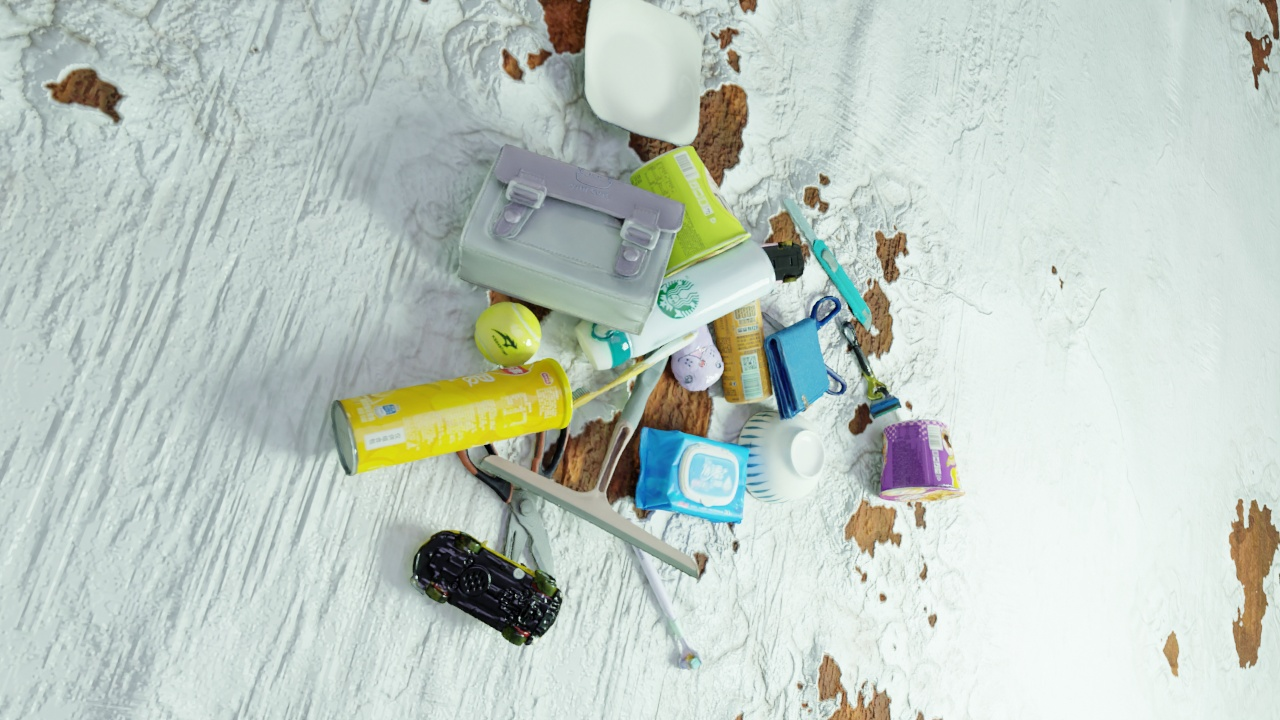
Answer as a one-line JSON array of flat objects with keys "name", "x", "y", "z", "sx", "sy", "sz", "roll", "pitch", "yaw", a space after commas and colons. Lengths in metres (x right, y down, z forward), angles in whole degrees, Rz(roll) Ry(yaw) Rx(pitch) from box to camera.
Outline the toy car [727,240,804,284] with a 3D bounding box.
[{"name": "toy car", "x": 0.149, "y": -0.119, "z": 1.144, "sx": 0.122, "sy": 0.037, "sz": 0.056, "roll": -9, "pitch": 92, "yaw": -24}]

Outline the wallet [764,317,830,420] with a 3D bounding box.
[{"name": "wallet", "x": 0.192, "y": 0.009, "z": 1.121, "sx": 0.132, "sy": 0.040, "sz": 0.106, "roll": -23, "pitch": 101, "yaw": -58}]

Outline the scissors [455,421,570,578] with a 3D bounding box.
[{"name": "scissors", "x": -0.121, "y": 0.128, "z": 0.933, "sx": 0.188, "sy": 0.015, "sz": 0.227, "roll": -45, "pitch": 111, "yaw": -31}]

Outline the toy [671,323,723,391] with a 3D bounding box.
[{"name": "toy", "x": 0.061, "y": -0.018, "z": 1.062, "sx": 0.083, "sy": 0.039, "sz": 0.108, "roll": -20, "pitch": 96, "yaw": -15}]

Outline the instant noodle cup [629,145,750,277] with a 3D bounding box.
[{"name": "instant noodle cup", "x": 0.048, "y": -0.172, "z": 1.041, "sx": 0.111, "sy": 0.112, "sz": 0.123, "roll": -26, "pitch": 91, "yaw": -35}]

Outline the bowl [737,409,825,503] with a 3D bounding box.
[{"name": "bowl", "x": 0.181, "y": 0.116, "z": 1.117, "sx": 0.116, "sy": 0.066, "sz": 0.116, "roll": 5, "pitch": 81, "yaw": -35}]

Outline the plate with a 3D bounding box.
[{"name": "plate", "x": -0.002, "y": -0.335, "z": 1.062, "sx": 0.164, "sy": 0.034, "sz": 0.163, "roll": 10, "pitch": 79, "yaw": -34}]

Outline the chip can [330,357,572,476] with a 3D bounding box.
[{"name": "chip can", "x": -0.172, "y": 0.051, "z": 0.855, "sx": 0.213, "sy": 0.072, "sz": 0.072, "roll": -12, "pitch": 91, "yaw": -29}]

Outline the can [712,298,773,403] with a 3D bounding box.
[{"name": "can", "x": 0.119, "y": -0.024, "z": 1.089, "sx": 0.058, "sy": 0.058, "sz": 0.146, "roll": -13, "pitch": 96, "yaw": -36}]

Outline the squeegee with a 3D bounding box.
[{"name": "squeegee", "x": -0.015, "y": 0.074, "z": 0.981, "sx": 0.247, "sy": 0.040, "sz": 0.248, "roll": 29, "pitch": 57, "yaw": -9}]

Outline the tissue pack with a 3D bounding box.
[{"name": "tissue pack", "x": 0.061, "y": 0.131, "z": 1.038, "sx": 0.157, "sy": 0.052, "sz": 0.095, "roll": 16, "pitch": 75, "yaw": -33}]

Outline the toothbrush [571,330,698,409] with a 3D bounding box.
[{"name": "toothbrush", "x": -0.006, "y": 0.006, "z": 0.987, "sx": 0.190, "sy": 0.016, "sz": 0.018, "roll": -30, "pitch": 71, "yaw": -33}]

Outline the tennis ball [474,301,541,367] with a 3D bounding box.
[{"name": "tennis ball", "x": -0.132, "y": -0.026, "z": 0.912, "sx": 0.065, "sy": 0.066, "sz": 0.065, "roll": 5, "pitch": 81, "yaw": -35}]

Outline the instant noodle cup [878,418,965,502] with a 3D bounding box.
[{"name": "instant noodle cup", "x": 0.373, "y": 0.135, "z": 1.235, "sx": 0.111, "sy": 0.112, "sz": 0.099, "roll": 13, "pitch": 67, "yaw": -34}]

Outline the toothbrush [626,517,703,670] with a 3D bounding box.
[{"name": "toothbrush", "x": 0.021, "y": 0.259, "z": 1.015, "sx": 0.189, "sy": 0.029, "sz": 0.021, "roll": 66, "pitch": 15, "yaw": -8}]

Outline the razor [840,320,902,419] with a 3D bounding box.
[{"name": "razor", "x": 0.306, "y": 0.009, "z": 1.249, "sx": 0.043, "sy": 0.022, "sz": 0.143, "roll": -26, "pitch": 99, "yaw": 10}]

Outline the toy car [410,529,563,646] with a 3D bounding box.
[{"name": "toy car", "x": -0.145, "y": 0.214, "z": 0.879, "sx": 0.156, "sy": 0.041, "sz": 0.071, "roll": 32, "pitch": 85, "yaw": -16}]

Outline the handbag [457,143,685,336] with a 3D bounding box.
[{"name": "handbag", "x": -0.066, "y": -0.125, "z": 0.915, "sx": 0.197, "sy": 0.099, "sz": 0.144, "roll": 18, "pitch": 60, "yaw": -4}]

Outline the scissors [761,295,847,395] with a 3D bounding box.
[{"name": "scissors", "x": 0.219, "y": -0.016, "z": 1.195, "sx": 0.172, "sy": 0.012, "sz": 0.162, "roll": -41, "pitch": 107, "yaw": -29}]

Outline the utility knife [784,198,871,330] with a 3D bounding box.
[{"name": "utility knife", "x": 0.255, "y": -0.130, "z": 1.233, "sx": 0.223, "sy": 0.013, "sz": 0.029, "roll": 51, "pitch": 59, "yaw": -19}]

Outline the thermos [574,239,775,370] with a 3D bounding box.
[{"name": "thermos", "x": 0.036, "y": -0.059, "z": 0.993, "sx": 0.224, "sy": 0.073, "sz": 0.073, "roll": -26, "pitch": 100, "yaw": -16}]
